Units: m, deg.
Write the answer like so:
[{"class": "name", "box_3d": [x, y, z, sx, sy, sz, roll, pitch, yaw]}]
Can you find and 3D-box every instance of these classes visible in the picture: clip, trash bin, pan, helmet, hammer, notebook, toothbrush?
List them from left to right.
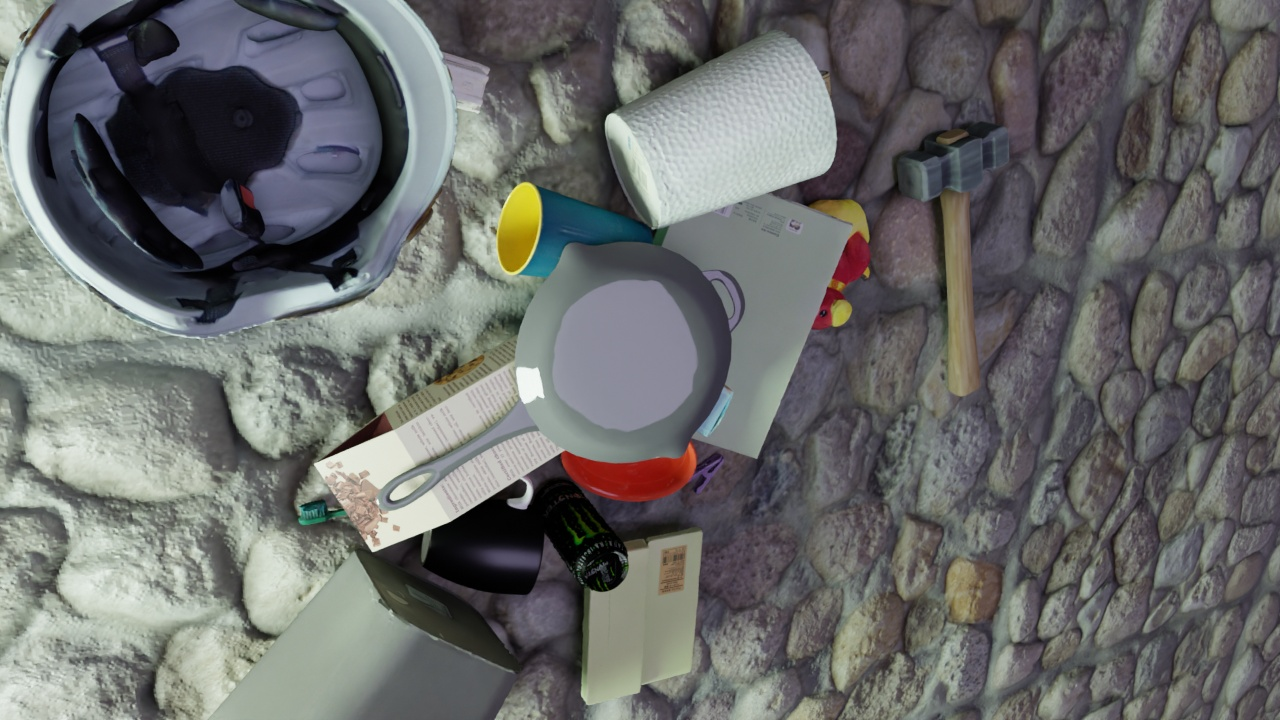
[{"class": "helmet", "box_3d": [-0.267, -0.153, 0.609, 0.263, 0.164, 0.237, -32, 125, -21]}, {"class": "trash bin", "box_3d": [-0.242, 0.309, 0.803, 0.197, 0.197, 0.220, 38, 83, -34]}, {"class": "toothbrush", "box_3d": [-0.213, 0.123, 0.837, 0.189, 0.016, 0.017, -8, 109, -25]}, {"class": "pan", "box_3d": [-0.061, 0.029, 0.767, 0.354, 0.024, 0.216, -31, 111, -8]}, {"class": "clip", "box_3d": [0.065, 0.120, 0.984, 0.046, 0.014, 0.050, 15, 105, -29]}, {"class": "trash bin", "box_3d": [0.064, -0.192, 0.792, 0.161, 0.133, 0.133, -25, 120, -11]}, {"class": "notebook", "box_3d": [0.078, -0.044, 0.891, 0.182, 0.010, 0.253, 18, 101, -12]}, {"class": "hammer", "box_3d": [0.358, -0.100, 1.031, 0.117, 0.051, 0.323, -25, 122, -17]}]

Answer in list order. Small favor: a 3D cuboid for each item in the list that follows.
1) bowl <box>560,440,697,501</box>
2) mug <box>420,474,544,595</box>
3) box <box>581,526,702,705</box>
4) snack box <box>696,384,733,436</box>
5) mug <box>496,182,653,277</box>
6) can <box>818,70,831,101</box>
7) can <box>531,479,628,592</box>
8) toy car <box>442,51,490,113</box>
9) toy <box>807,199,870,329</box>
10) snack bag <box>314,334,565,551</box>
[{"class": "bowl", "box_3d": [-0.010, 0.080, 0.888, 0.130, 0.045, 0.131, 2, 135, 2]}, {"class": "mug", "box_3d": [-0.144, 0.154, 0.847, 0.100, 0.085, 0.119, 11, 103, -19]}, {"class": "box", "box_3d": [0.003, 0.271, 0.976, 0.137, 0.024, 0.187, -7, 113, -28]}, {"class": "snack box", "box_3d": [-0.005, 0.005, 0.840, 0.174, 0.075, 0.053, 27, 99, -19]}, {"class": "mug", "box_3d": [-0.054, -0.103, 0.798, 0.121, 0.078, 0.078, 7, 106, -35]}, {"class": "can", "box_3d": [0.164, -0.233, 0.877, 0.038, 0.038, 0.079, -20, 118, -20]}, {"class": "can", "box_3d": [-0.058, 0.162, 0.861, 0.053, 0.138, 0.054, -10, 114, -23]}, {"class": "toy car", "box_3d": [-0.171, -0.222, 0.704, 0.113, 0.039, 0.039, 9, 106, -30]}, {"class": "toy", "box_3d": [0.196, -0.098, 0.940, 0.105, 0.067, 0.137, 12, 92, -29]}, {"class": "snack bag", "box_3d": [-0.165, 0.073, 0.800, 0.206, 0.070, 0.094, -31, 110, -13]}]
